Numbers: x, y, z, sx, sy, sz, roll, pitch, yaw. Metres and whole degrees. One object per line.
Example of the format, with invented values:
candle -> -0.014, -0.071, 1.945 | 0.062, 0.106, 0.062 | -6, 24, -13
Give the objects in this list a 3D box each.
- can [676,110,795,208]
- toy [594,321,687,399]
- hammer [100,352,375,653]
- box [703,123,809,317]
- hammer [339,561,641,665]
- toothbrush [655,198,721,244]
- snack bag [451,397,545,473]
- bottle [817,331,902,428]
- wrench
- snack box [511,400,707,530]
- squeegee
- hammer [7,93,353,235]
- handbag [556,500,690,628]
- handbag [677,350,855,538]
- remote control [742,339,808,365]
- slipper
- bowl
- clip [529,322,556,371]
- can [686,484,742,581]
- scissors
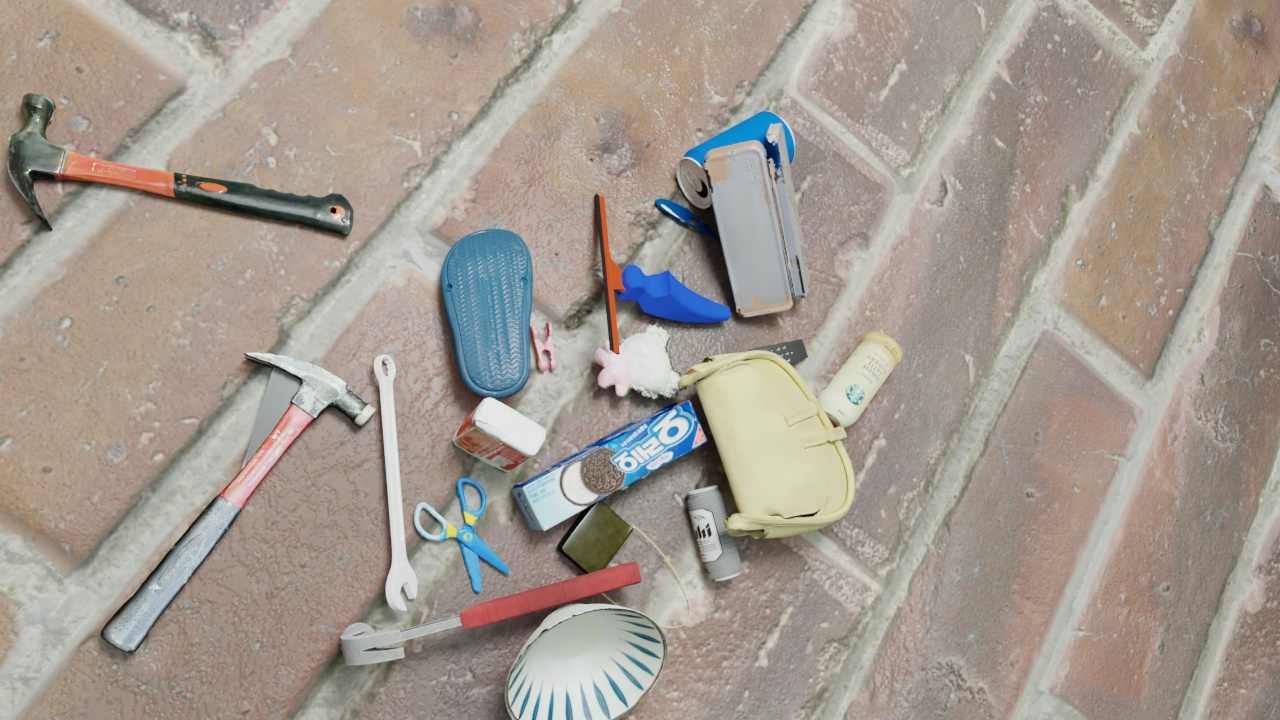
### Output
can -> 0.124, -0.256, 1.171 | 0.145, 0.079, 0.079 | -32, 91, -22
toy -> -0.007, 0.006, 1.089 | 0.108, 0.041, 0.095 | -7, 67, -26
hammer -> -0.421, 0.137, 0.923 | 0.140, 0.036, 0.325 | 37, 70, -11
box -> 0.147, -0.171, 1.136 | 0.105, 0.096, 0.216 | -12, 116, 8
hammer -> -0.145, 0.257, 0.949 | 0.315, 0.126, 0.036 | -10, 83, -23
toothbrush -> 0.076, -0.171, 1.171 | 0.132, 0.016, 0.021 | 30, 70, -12
snack bag -> -0.153, 0.082, 0.985 | 0.077, 0.116, 0.036 | 31, 64, -11
bottle -> 0.271, 0.036, 1.175 | 0.056, 0.057, 0.161 | 44, 68, -6
wrench -> -0.264, 0.127, 0.978 | 0.009, 0.047, 0.273 | -11, 79, 17
snack box -> -0.034, 0.118, 1.050 | 0.226, 0.059, 0.059 | -26, 92, -23
squeegee -> 0.028, -0.079, 1.109 | 0.184, 0.055, 0.249 | 15, 47, -26
hammer -> -0.476, -0.183, 0.972 | 0.332, 0.033, 0.133 | 8, 75, -19
handbag -> -0.009, 0.243, 1.055 | 0.178, 0.027, 0.084 | 43, 70, -12
handbag -> 0.150, 0.096, 1.076 | 0.190, 0.089, 0.232 | -16, 84, -42
remote control -> 0.156, 0.001, 1.167 | 0.124, 0.010, 0.039 | -17, 85, -22
slipper -> -0.172, -0.054, 1.038 | 0.103, 0.059, 0.213 | -2, 67, -10
bowl -> -0.066, 0.310, 0.976 | 0.177, 0.071, 0.177 | -10, 122, -18
clip -> -0.108, -0.017, 1.073 | 0.037, 0.022, 0.058 | -8, 87, -23
can -> 0.087, 0.203, 1.082 | 0.044, 0.044, 0.106 | -13, 83, -21
scissors -> -0.197, 0.196, 0.999 | 0.104, 0.019, 0.131 | -12, 82, -19
